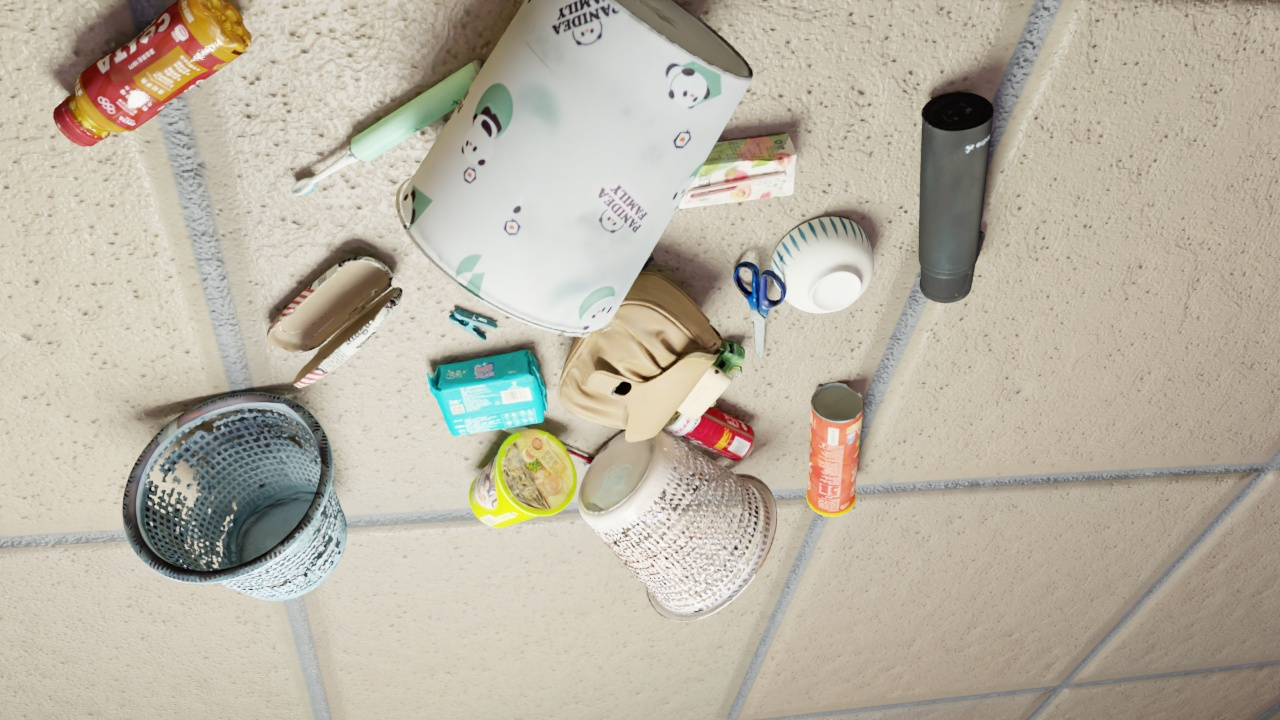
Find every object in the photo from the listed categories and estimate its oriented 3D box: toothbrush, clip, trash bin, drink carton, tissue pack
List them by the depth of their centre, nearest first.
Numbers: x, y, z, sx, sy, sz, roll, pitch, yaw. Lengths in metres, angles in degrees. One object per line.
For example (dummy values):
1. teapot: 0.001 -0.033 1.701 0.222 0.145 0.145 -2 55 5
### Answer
1. trash bin: -0.051 -0.189 0.783 0.229 0.229 0.252 20 121 -30
2. toothbrush: -0.234 -0.209 0.846 0.225 0.026 0.027 -27 175 14
3. drink carton: 0.094 -0.190 0.929 0.122 0.045 0.054 -8 137 -5
4. clip: -0.189 -0.042 1.034 0.056 0.013 0.039 27 122 -36
5. trash bin: -0.446 0.181 1.075 0.226 0.226 0.195 -9 148 -4
6. tissue pack: -0.180 0.040 1.091 0.133 0.050 0.093 -10 137 -3
7. trash bin: 0.033 0.196 1.202 0.228 0.227 0.192 -36 119 22
8. toothbrush: -0.119 0.112 1.204 0.187 0.016 0.017 27 133 -35

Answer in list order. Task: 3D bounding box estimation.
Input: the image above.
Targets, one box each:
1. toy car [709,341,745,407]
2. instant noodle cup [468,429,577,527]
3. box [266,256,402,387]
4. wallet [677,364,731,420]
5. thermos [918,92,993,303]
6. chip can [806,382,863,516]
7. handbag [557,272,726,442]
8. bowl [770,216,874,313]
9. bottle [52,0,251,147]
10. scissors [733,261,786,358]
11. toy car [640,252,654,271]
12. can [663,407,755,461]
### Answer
1. toy car: 0.096 0.017 1.138 0.036 0.043 0.091 26 117 -16
2. instant noodle cup: -0.159 0.159 1.172 0.111 0.111 0.124 18 148 -28
3. box: -0.316 -0.033 0.961 0.163 0.088 0.076 -36 149 18
4. wallet: 0.041 0.018 1.114 0.115 0.024 0.087 33 124 -7
5. thermos: 0.344 -0.175 1.000 0.089 0.068 0.243 -40 142 -19
6. chip can: 0.267 0.128 1.272 0.073 0.073 0.217 -12 136 -2
7. handbag: -0.006 0.006 1.042 0.147 0.099 0.205 27 132 -8
8. bowl: 0.211 -0.097 1.036 0.116 0.066 0.117 -7 135 -7
9. bottle: -0.405 -0.236 0.755 0.175 0.057 0.057 -28 134 15
10. scissors: 0.131 -0.058 1.089 0.108 0.012 0.175 35 153 1
11. toy car: -0.026 -0.123 0.977 0.049 0.031 0.106 -28 147 20
12. can: 0.087 0.087 1.199 0.132 0.053 0.053 26 123 -34
